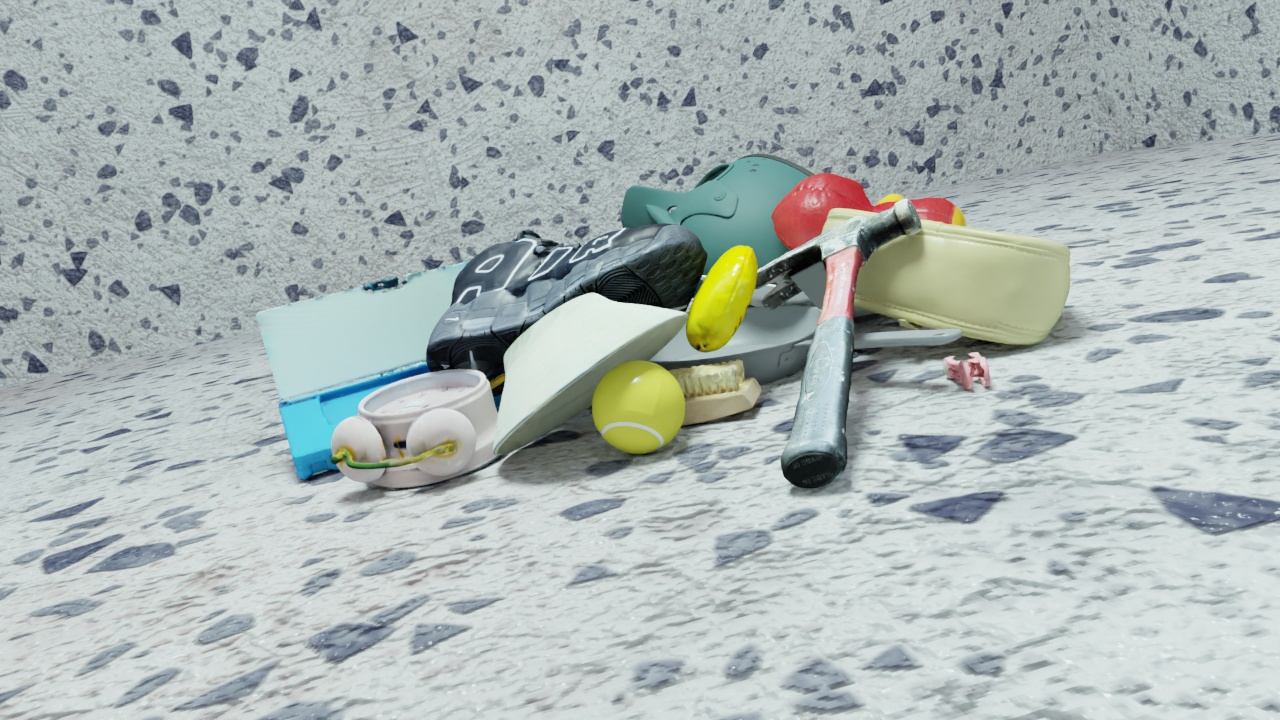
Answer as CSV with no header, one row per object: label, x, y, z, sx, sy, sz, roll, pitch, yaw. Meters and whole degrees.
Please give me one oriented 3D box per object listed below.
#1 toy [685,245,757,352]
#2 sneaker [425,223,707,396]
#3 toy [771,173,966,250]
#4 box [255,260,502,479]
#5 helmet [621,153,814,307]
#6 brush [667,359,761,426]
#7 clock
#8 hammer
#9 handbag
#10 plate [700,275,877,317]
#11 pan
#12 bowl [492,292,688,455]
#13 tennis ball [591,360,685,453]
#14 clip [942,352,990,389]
toy,0.065,-0.049,0.735,0.041,0.094,0.096,25,-19,-4
sneaker,-0.066,-0.072,0.797,0.253,0.097,0.150,-22,45,13
toy,0.255,-0.149,1.035,0.216,0.099,0.147,17,45,12
box,-0.210,0.007,0.848,0.243,0.170,0.070,-17,-26,-20
helmet,0.113,-0.168,1.206,0.199,0.177,0.275,-33,42,-23
brush,0.032,0.027,0.712,0.117,0.039,0.049,-11,11,19
clock,-0.169,0.055,0.705,0.117,0.059,0.157,-6,16,14
hammer,0.126,-0.018,0.638,0.141,0.036,0.325,-24,21,27
handbag,0.258,-0.075,0.811,0.233,0.088,0.190,17,11,35
plate,0.173,-0.062,0.986,0.229,0.030,0.229,8,6,-1
pan,0.122,-0.011,0.782,0.200,0.051,0.357,-18,15,-31
bowl,-0.051,-0.003,0.689,0.176,0.058,0.177,-35,-7,-5
tennis ball,-0.001,0.033,0.642,0.065,0.065,0.065,-11,10,2
clip,0.231,0.006,0.658,0.044,0.023,0.060,-11,8,31
